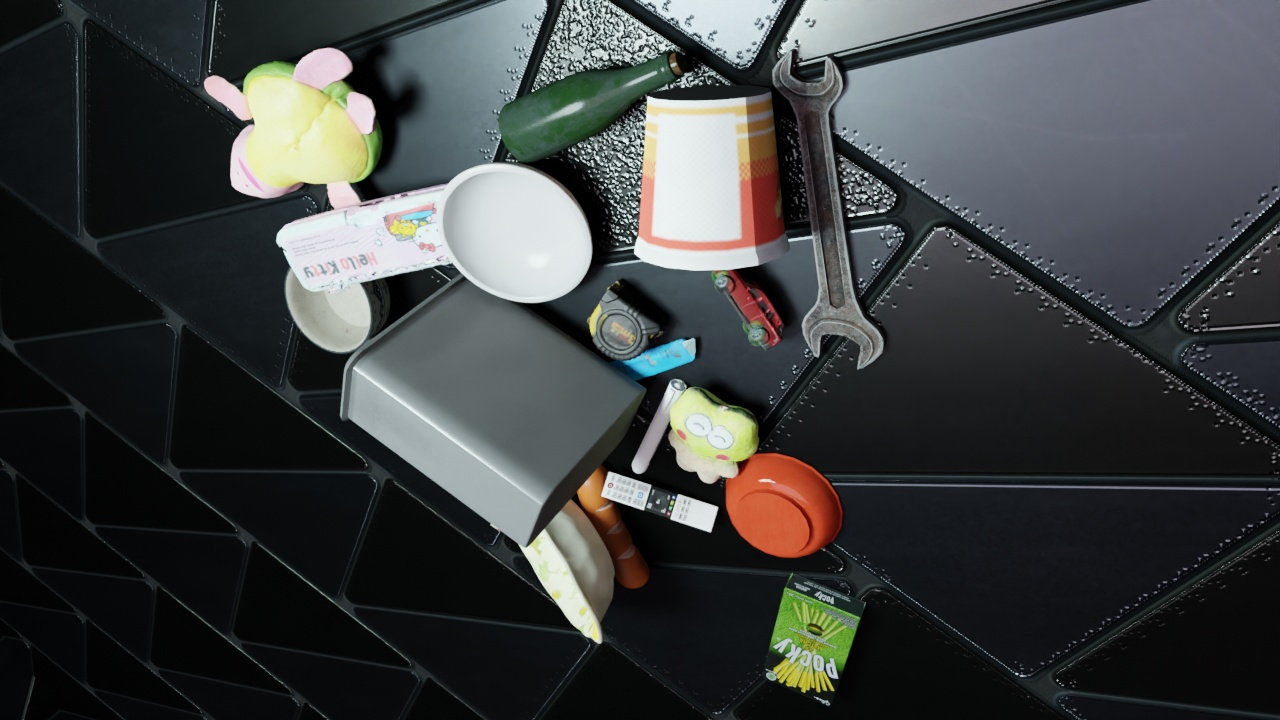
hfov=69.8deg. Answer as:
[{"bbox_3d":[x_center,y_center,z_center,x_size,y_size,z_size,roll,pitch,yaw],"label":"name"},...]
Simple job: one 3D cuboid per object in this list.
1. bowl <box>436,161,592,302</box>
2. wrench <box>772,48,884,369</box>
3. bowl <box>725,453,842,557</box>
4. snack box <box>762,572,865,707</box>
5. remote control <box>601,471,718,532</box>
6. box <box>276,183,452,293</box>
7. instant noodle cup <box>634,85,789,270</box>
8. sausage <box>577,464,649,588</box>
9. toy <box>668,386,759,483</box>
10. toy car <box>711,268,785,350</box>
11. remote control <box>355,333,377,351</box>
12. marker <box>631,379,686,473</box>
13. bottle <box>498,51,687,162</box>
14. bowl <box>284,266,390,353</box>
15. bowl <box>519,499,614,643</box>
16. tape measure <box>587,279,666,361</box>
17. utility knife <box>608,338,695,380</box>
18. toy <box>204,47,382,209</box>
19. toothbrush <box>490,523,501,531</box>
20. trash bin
[{"bbox_3d":[-0.113,-0.126,0.862,0.149,0.043,0.150,8,131,9],"label":"bowl"},{"bbox_3d":[0.152,-0.114,0.747,0.070,0.010,0.273,2,120,29],"label":"wrench"},{"bbox_3d":[0.136,0.152,0.910,0.122,0.035,0.122,15,126,22],"label":"bowl"},{"bbox_3d":[0.184,0.302,0.985,0.080,0.025,0.148,19,127,19],"label":"snack box"},{"bbox_3d":[0.020,0.150,0.977,0.124,0.012,0.028,16,85,13],"label":"remote control"},{"bbox_3d":[-0.259,-0.119,0.916,0.202,0.044,0.086,-11,117,11],"label":"box"},{"bbox_3d":[0.055,-0.147,0.718,0.123,0.123,0.121,9,116,25],"label":"instant noodle cup"},{"bbox_3d":[-0.034,0.186,1.028,0.044,0.039,0.164,-12,113,23],"label":"sausage"},{"bbox_3d":[0.067,0.078,0.898,0.092,0.046,0.115,26,137,10],"label":"toy"},{"bbox_3d":[0.093,-0.051,0.801,0.036,0.042,0.091,-38,105,11],"label":"toy car"},{"bbox_3d":[-0.311,0.015,1.090,0.041,0.020,0.152,-9,113,35],"label":"remote control"},{"bbox_3d":[0.016,0.071,0.938,0.017,0.020,0.134,38,131,17],"label":"marker"},{"bbox_3d":[-0.038,-0.216,0.763,0.175,0.055,0.055,-13,112,34],"label":"bottle"},{"bbox_3d":[-0.327,-0.072,1.014,0.116,0.059,0.116,9,116,20],"label":"bowl"},{"bbox_3d":[-0.084,0.213,1.030,0.219,0.060,0.189,45,155,36],"label":"bowl"},{"bbox_3d":[-0.014,-0.033,0.879,0.067,0.038,0.063,37,122,1],"label":"tape measure"},{"bbox_3d":[-0.005,0.005,0.913,0.159,0.015,0.031,-20,111,36],"label":"utility knife"},{"bbox_3d":[-0.335,-0.223,0.909,0.190,0.087,0.239,40,139,-25],"label":"toy"},{"bbox_3d":[-0.158,0.136,1.085,0.016,0.015,0.185,28,129,16],"label":"toothbrush"},{"bbox_3d":[-0.138,0.039,0.884,0.220,0.191,0.098,34,136,10],"label":"trash bin"}]
